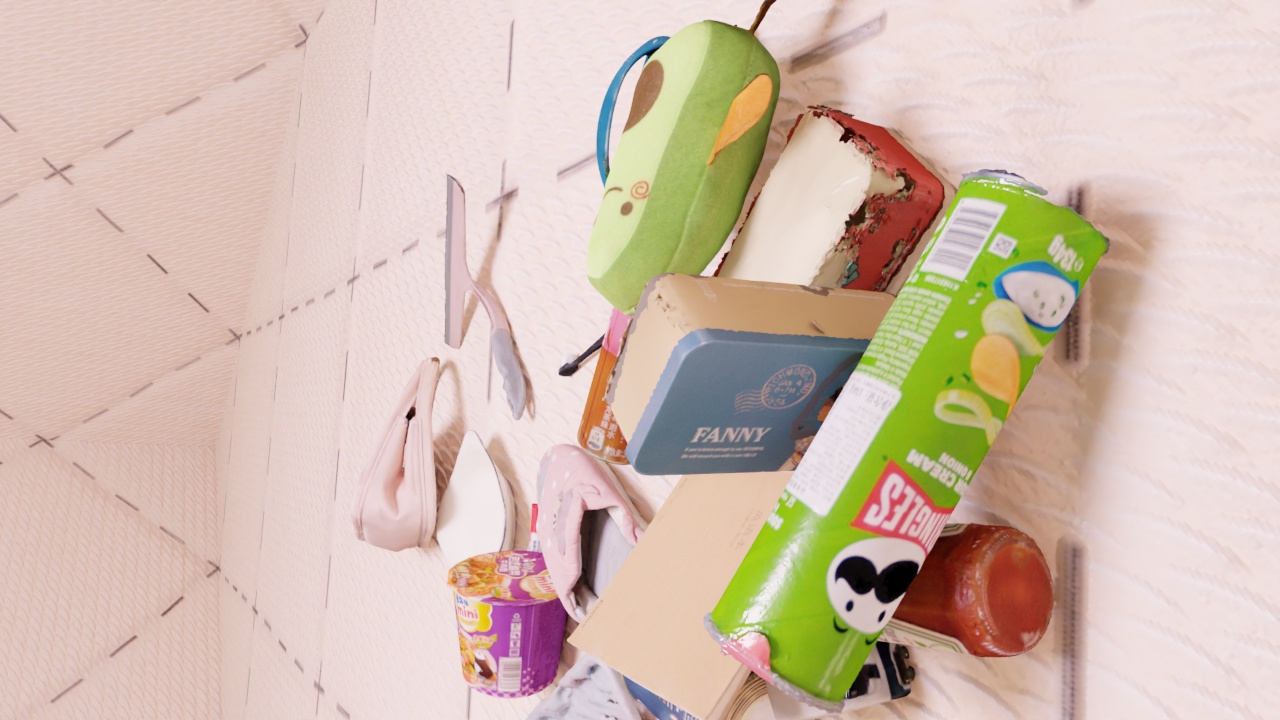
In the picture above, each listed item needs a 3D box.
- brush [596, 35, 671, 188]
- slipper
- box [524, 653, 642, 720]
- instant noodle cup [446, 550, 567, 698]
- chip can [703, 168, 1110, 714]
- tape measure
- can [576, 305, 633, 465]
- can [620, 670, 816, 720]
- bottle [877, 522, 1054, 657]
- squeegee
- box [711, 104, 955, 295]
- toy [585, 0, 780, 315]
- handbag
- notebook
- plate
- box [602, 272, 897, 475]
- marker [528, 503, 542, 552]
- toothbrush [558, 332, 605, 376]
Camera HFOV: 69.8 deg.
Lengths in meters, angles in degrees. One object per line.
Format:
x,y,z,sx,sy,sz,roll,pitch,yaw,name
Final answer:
0.003,-0.178,0.707,0.055,0.073,0.144,-157,75,-66,brush
-0.037,0.150,0.734,0.274,0.054,0.114,39,118,55,slipper
-0.069,0.322,0.724,0.098,0.118,0.202,46,132,13,box
-0.113,0.232,0.807,0.112,0.111,0.099,24,115,58,instant noodle cup
0.116,0.034,0.407,0.236,0.072,0.072,-60,33,0,chip can
0.100,0.171,0.488,0.066,0.066,0.033,-43,54,49,tape measure
-0.004,0.004,0.701,0.058,0.057,0.147,41,120,54,can
0.046,0.202,0.565,0.111,0.075,0.075,15,98,59,can
0.113,0.116,0.486,0.207,0.059,0.059,-16,71,58,bottle
-0.159,-0.030,0.988,0.248,0.040,0.249,103,147,-43,squeegee
0.092,-0.054,0.532,0.169,0.076,0.091,-63,35,32,box
0.030,-0.136,0.583,0.246,0.090,0.227,-70,14,-12,toy
-0.280,0.105,1.112,0.194,0.093,0.233,125,154,-63,handbag
0.035,0.128,0.555,0.149,0.012,0.212,-54,15,-18,notebook
-0.169,0.174,0.971,0.164,0.034,0.164,-65,35,29,plate
0.065,0.008,0.464,0.060,0.184,0.090,59,139,41,box
-0.101,0.208,0.869,0.017,0.017,0.145,1,86,59,marker
-0.028,-0.023,0.789,0.182,0.015,0.018,-34,48,53,toothbrush
